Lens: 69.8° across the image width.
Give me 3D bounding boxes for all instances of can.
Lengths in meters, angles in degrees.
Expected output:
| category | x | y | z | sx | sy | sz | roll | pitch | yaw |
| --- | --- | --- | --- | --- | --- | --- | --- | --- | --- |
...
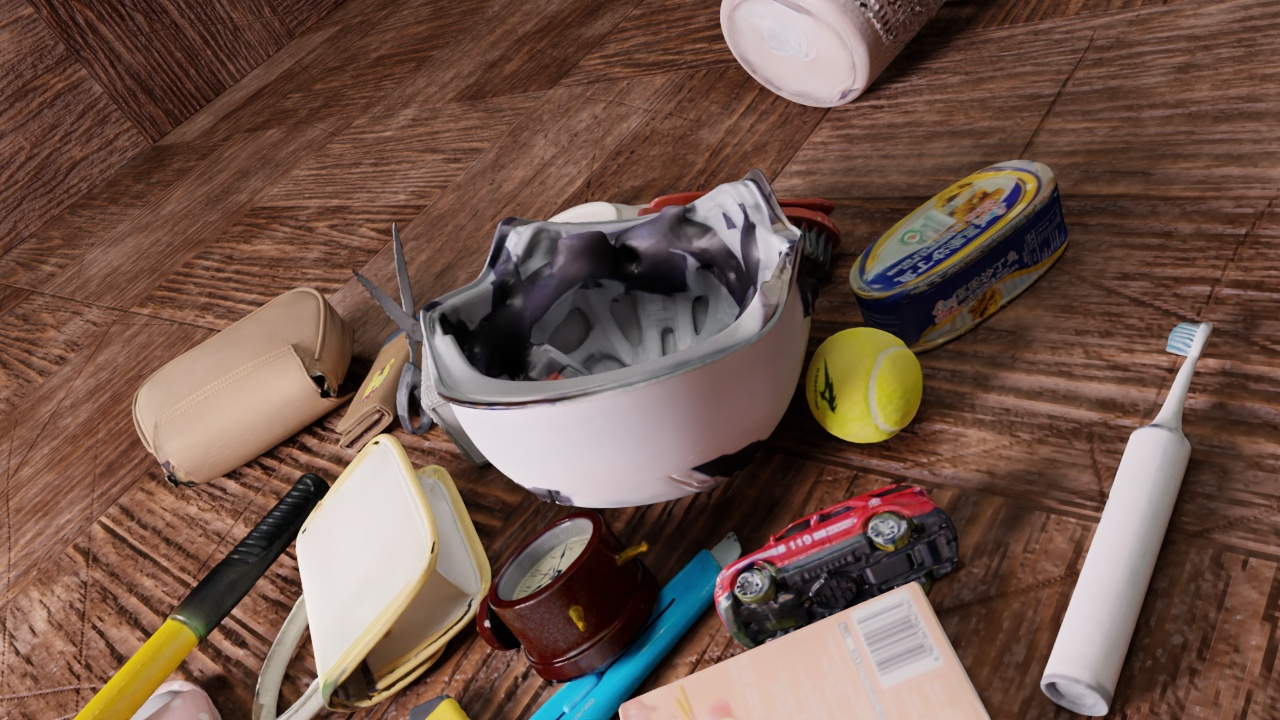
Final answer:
| category | x | y | z | sx | sy | sz | roll | pitch | yaw |
| --- | --- | --- | --- | --- | --- | --- | --- | --- | --- |
| can | 0.201 | -0.067 | 0.580 | 0.148 | 0.049 | 0.074 | -35 | 35 | -6 |

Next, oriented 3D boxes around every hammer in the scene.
| category | x | y | z | sx | sy | sz | roll | pitch | yaw |
| --- | --- | --- | --- | --- | --- | --- | --- | --- | --- |
| hammer | -0.306 | 0.181 | 0.616 | 0.129 | 0.033 | 0.299 | -24 | 21 | 33 |

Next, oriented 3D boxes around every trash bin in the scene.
| category | x | y | z | sx | sy | sz | roll | pitch | yaw |
| --- | --- | --- | --- | --- | --- | --- | --- | --- | --- |
| trash bin | 0.181 | -0.350 | 0.830 | 0.228 | 0.227 | 0.192 | 17 | 69 | 47 |

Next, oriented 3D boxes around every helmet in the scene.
| category | x | y | z | sx | sy | sz | roll | pitch | yaw |
| --- | --- | --- | --- | --- | --- | --- | --- | --- | --- |
| helmet | -0.003 | 0.003 | 0.553 | 0.229 | 0.146 | 0.258 | -12 | 31 | 10 |

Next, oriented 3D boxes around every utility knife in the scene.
| category | x | y | z | sx | sy | sz | roll | pitch | yaw |
| --- | --- | --- | --- | --- | --- | --- | --- | --- | --- |
| utility knife | -0.068 | 0.223 | 0.450 | 0.033 | 0.015 | 0.192 | -46 | 37 | -15 |
| utility knife | 0.000 | 0.151 | 0.488 | 0.161 | 0.018 | 0.034 | -43 | 35 | -19 |

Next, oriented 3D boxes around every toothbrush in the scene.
| category | x | y | z | sx | sy | sz | roll | pitch | yaw |
| --- | --- | --- | --- | --- | --- | --- | --- | --- | --- |
| toothbrush | 0.231 | 0.059 | 0.420 | 0.026 | 0.027 | 0.220 | 15 | 55 | 34 |

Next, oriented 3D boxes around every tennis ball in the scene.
| category | x | y | z | sx | sy | sz | roll | pitch | yaw |
| --- | --- | --- | --- | --- | --- | --- | --- | --- | --- |
| tennis ball | 0.127 | 0.014 | 0.521 | 0.065 | 0.065 | 0.065 | -20 | 36 | 15 |

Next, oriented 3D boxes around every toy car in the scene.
| category | x | y | z | sx | sy | sz | roll | pitch | yaw |
| --- | --- | --- | --- | --- | --- | --- | --- | --- | --- |
| toy car | 0.094 | 0.101 | 0.451 | 0.120 | 0.053 | 0.045 | -25 | 33 | 4 |

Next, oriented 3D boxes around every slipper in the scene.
| category | x | y | z | sx | sy | sz | roll | pitch | yaw |
| --- | --- | --- | --- | --- | --- | --- | --- | --- | --- |
| slipper | -0.286 | 0.277 | 0.511 | 0.114 | 0.054 | 0.274 | -36 | 33 | -6 |

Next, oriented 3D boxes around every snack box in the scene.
| category | x | y | z | sx | sy | sz | roll | pitch | yaw |
| --- | --- | --- | --- | --- | --- | --- | --- | --- | --- |
| snack box | 0.070 | 0.166 | 0.408 | 0.157 | 0.026 | 0.084 | -26 | 35 | 8 |

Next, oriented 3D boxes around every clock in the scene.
| category | x | y | z | sx | sy | sz | roll | pitch | yaw |
| --- | --- | --- | --- | --- | --- | --- | --- | --- | --- |
| clock | -0.045 | 0.128 | 0.506 | 0.122 | 0.055 | 0.081 | -13 | 28 | 51 |

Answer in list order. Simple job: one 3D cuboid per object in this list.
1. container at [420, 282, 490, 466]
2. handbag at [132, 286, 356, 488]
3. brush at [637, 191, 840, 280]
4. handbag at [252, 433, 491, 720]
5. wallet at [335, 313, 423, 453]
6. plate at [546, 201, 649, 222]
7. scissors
| category | x | y | z | sx | sy | sz | roll | pitch | yaw |
| --- | --- | --- | --- | --- | --- | --- | --- | --- | --- |
| container | -0.110 | 0.007 | 0.691 | 0.090 | 0.090 | 0.114 | -23 | 38 | 11 |
| handbag | -0.356 | 0.029 | 0.846 | 0.204 | 0.100 | 0.147 | -30 | 42 | 1 |
| brush | 0.073 | -0.093 | 0.678 | 0.146 | 0.063 | 0.069 | 1 | 58 | 11 |
| handbag | -0.185 | 0.155 | 0.599 | 0.179 | 0.063 | 0.163 | -48 | 35 | 2 |
| wallet | -0.214 | 0.018 | 0.786 | 0.090 | 0.033 | 0.115 | -33 | 28 | 41 |
| plate | -0.061 | -0.097 | 0.831 | 0.164 | 0.034 | 0.163 | -5 | 42 | 34 |
| scissors | -0.176 | -0.021 | 0.725 | 0.014 | 0.179 | 0.159 | 10 | 8 | 20 |
